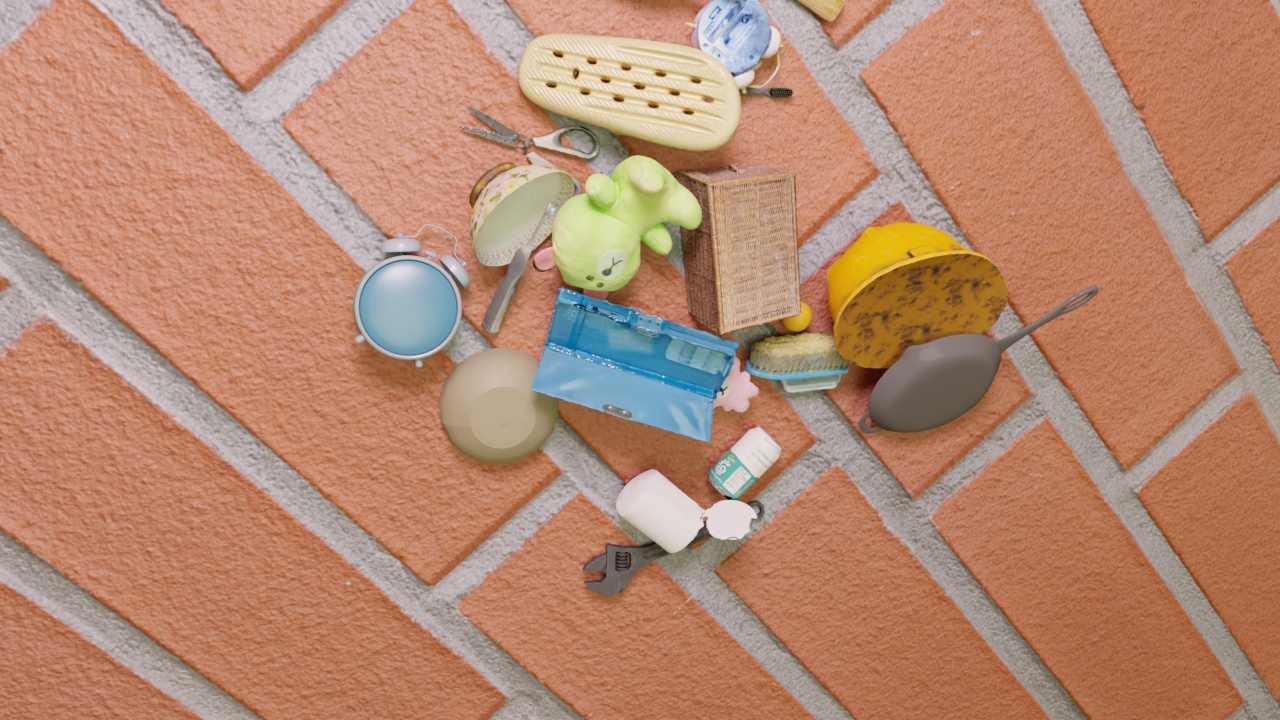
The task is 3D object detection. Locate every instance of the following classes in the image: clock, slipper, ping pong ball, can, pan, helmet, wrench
[{"bbox_3d":[-0.266,-0.081,1.080,0.122,0.075,0.161,24,87,-18],"label":"clock"},{"bbox_3d":[-0.011,-0.316,1.067,0.261,0.079,0.111,13,100,2],"label":"slipper"},{"bbox_3d":[0.206,-0.059,1.212,0.040,0.040,0.040,-4,107,-13],"label":"ping pong ball"},{"bbox_3d":[0.115,-0.376,1.088,0.125,0.052,0.089,40,94,-21],"label":"clock"},{"bbox_3d":[0.142,0.140,1.249,0.101,0.055,0.055,-46,111,3],"label":"can"},{"bbox_3d":[0.455,0.007,1.234,0.355,0.024,0.216,-34,138,14],"label":"pan"},{"bbox_3d":[0.333,-0.100,1.178,0.255,0.131,0.206,12,133,-37],"label":"helmet"},{"bbox_3d":[0.048,0.255,1.281,0.273,0.018,0.073,-20,101,-9],"label":"wrench"}]

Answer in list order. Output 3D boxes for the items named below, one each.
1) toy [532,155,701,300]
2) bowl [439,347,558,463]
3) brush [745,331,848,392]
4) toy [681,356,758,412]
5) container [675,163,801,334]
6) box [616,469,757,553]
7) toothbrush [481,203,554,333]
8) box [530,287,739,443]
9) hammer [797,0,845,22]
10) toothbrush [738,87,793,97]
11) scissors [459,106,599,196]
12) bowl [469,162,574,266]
[{"bbox_3d":[-0.031,-0.160,1.083,0.197,0.107,0.150,-28,145,27],"label":"toy"},{"bbox_3d":[-0.175,0.064,1.152,0.152,0.050,0.152,-4,107,-12],"label":"bowl"},{"bbox_3d":[0.206,0.007,1.227,0.135,0.055,0.075,-5,129,-12],"label":"brush"},{"bbox_3d":[0.108,0.031,1.207,0.096,0.052,0.099,30,102,-5],"label":"toy"},{"bbox_3d":[0.121,-0.142,1.128,0.112,0.114,0.199,-11,110,-15],"label":"container"},{"bbox_3d":[0.060,0.199,1.211,0.147,0.084,0.137,42,122,-16],"label":"box"},{"bbox_3d":[-0.146,-0.110,1.092,0.024,0.022,0.186,23,118,-14],"label":"toothbrush"},{"bbox_3d":[-0.007,0.008,1.107,0.231,0.112,0.094,18,133,-5],"label":"box"},{"bbox_3d":[0.098,-0.489,1.062,0.330,0.033,0.132,25,98,-19],"label":"hammer"},{"bbox_3d":[0.108,-0.330,1.123,0.167,0.013,0.013,-1,107,-11],"label":"toothbrush"},{"bbox_3d":[-0.123,-0.258,1.088,0.150,0.012,0.165,-33,110,-3],"label":"scissors"},{"bbox_3d":[-0.151,-0.181,1.062,0.145,0.145,0.063,-44,73,2],"label":"bowl"}]
